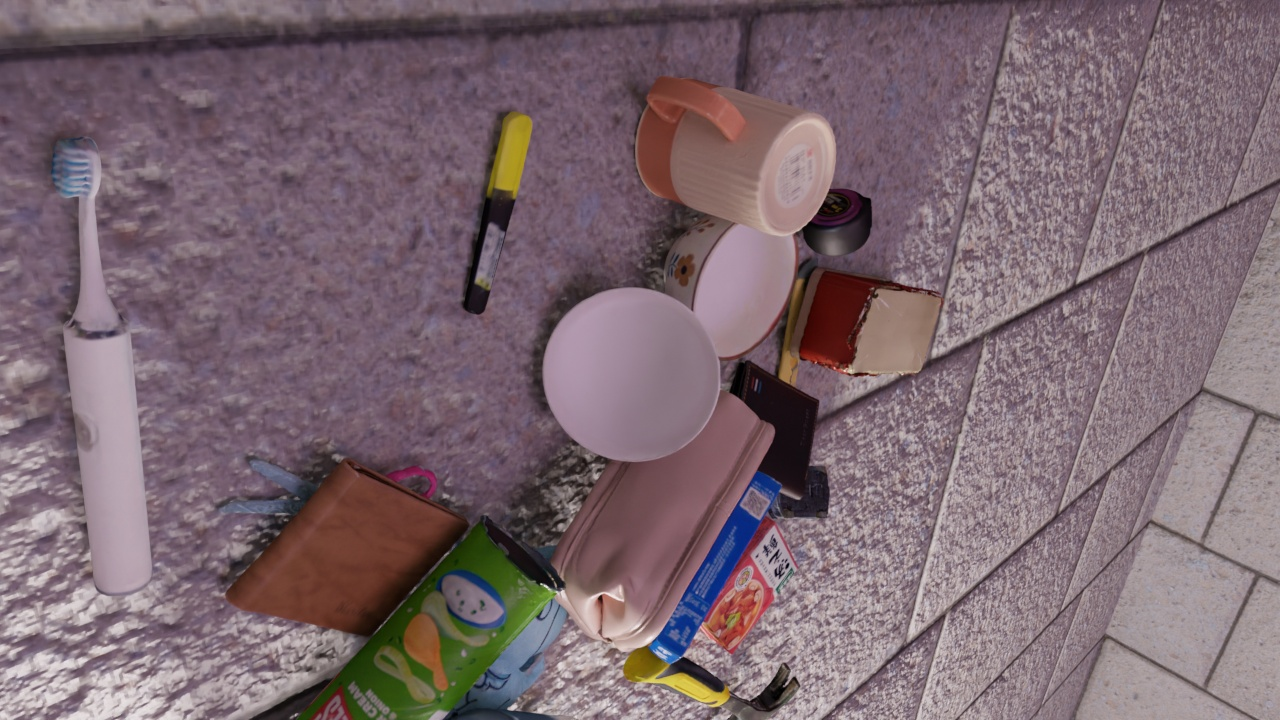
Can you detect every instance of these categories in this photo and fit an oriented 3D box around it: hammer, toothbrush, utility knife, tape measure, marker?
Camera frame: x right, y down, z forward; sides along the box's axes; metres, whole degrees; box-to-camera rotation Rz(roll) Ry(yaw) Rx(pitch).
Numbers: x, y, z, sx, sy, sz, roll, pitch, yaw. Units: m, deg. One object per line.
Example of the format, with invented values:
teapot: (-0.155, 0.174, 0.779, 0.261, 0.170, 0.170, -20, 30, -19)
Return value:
hammer: (0.070, 0.319, 0.891, 0.126, 0.032, 0.323, -36, 143, 3)
toothbrush: (-0.243, 0.010, 0.414, 0.026, 0.027, 0.221, -47, 149, -62)
utility knife: (0.138, -0.011, 0.834, 0.030, 0.019, 0.173, -15, 128, -35)
tape measure: (0.162, -0.113, 0.760, 0.057, 0.057, 0.039, -49, 141, -28)
marker: (-0.086, -0.085, 0.541, 0.018, 0.015, 0.124, -4, 118, -46)

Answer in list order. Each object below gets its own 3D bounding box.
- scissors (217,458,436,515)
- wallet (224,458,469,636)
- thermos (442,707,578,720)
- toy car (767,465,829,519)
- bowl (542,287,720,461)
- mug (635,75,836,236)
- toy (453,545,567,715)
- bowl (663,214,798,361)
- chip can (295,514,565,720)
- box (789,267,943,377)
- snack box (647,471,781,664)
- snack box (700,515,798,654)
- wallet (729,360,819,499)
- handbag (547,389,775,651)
scissors: (-0.185, 0.094, 0.540, 0.137, 0.017, 0.096, 6, 114, -46)
wallet: (-0.168, 0.116, 0.546, 0.101, 0.020, 0.115, -49, 141, 0)
thermos: (-0.089, 0.290, 0.675, 0.070, 0.070, 0.220, -52, 156, -11)
toy car: (0.152, 0.130, 0.903, 0.120, 0.037, 0.054, 13, 75, -55)
bowl: (-0.004, 0.004, 0.632, 0.064, 0.118, 0.118, -69, 176, -76)
mug: (0.054, -0.139, 0.586, 0.081, 0.106, 0.114, -58, 142, -4)
toy: (-0.093, 0.199, 0.676, 0.156, 0.050, 0.161, -52, 150, -14)
bowl: (0.057, -0.062, 0.672, 0.113, 0.062, 0.114, -25, 127, -37)
chip can: (-0.151, 0.205, 0.569, 0.236, 0.072, 0.072, -47, 140, -4)
box: (0.217, -0.029, 0.839, 0.168, 0.079, 0.091, 0, 108, -52)
snack box: (0.059, 0.168, 0.742, 0.156, 0.026, 0.085, -56, 172, -20)
snack box: (0.099, 0.219, 0.900, 0.113, 0.044, 0.127, -49, 140, -15)
wallet: (0.116, 0.063, 0.817, 0.122, 0.020, 0.096, 26, 75, -43)
handbag: (0.014, 0.145, 0.720, 0.192, 0.093, 0.235, -54, 164, -31)
